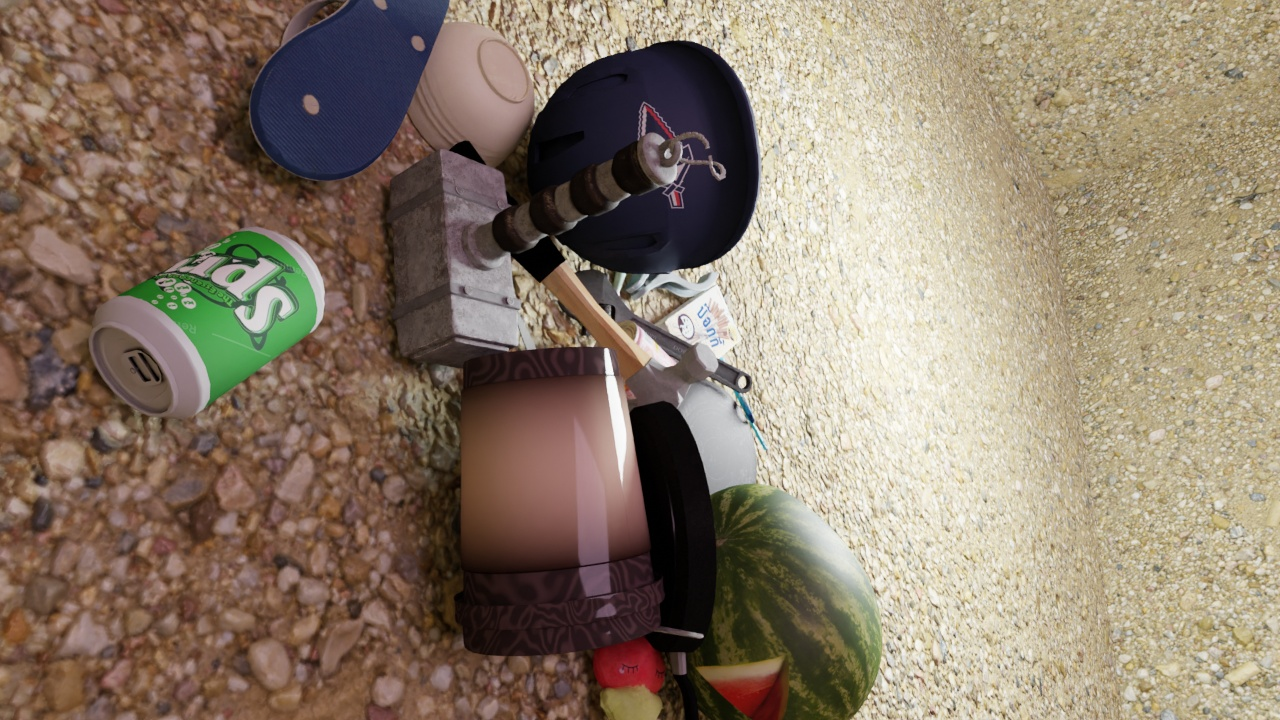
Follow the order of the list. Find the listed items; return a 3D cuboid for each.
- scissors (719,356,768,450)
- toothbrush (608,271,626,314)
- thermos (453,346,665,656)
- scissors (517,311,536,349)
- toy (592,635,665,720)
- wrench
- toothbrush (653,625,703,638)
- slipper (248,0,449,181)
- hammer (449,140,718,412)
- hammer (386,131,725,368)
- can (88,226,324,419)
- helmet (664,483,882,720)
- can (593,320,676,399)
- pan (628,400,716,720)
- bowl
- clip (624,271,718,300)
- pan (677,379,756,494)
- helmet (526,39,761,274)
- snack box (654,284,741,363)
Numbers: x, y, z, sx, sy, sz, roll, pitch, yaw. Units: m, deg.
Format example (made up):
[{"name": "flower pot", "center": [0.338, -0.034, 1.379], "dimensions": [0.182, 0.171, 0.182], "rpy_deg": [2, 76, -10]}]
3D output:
[{"name": "scissors", "center": [0.129, 0.053, 1.157], "dimensions": [0.140, 0.011, 0.134], "rpy_deg": [28, 37, -85]}, {"name": "toothbrush", "center": [-0.025, -0.093, 1.061], "dimensions": [0.022, 0.015, 0.154], "rpy_deg": [19, 55, -10]}, {"name": "thermos", "center": [-0.073, 0.109, 0.756], "dimensions": [0.172, 0.173, 0.226], "rpy_deg": [1, 82, -52]}, {"name": "scissors", "center": [-0.079, 0.047, 0.902], "dimensions": [0.225, 0.016, 0.229], "rpy_deg": [28, 41, -47]}, {"name": "toy", "center": [-0.009, 0.291, 0.887], "dimensions": [0.091, 0.045, 0.135], "rpy_deg": [33, 45, -43]}, {"name": "wrench", "center": [0.023, -0.024, 1.034], "dimensions": [0.273, 0.018, 0.073], "rpy_deg": [27, 81, -28]}, {"name": "toothbrush", "center": [-0.004, 0.232, 0.791], "dimensions": [0.010, 0.182, 0.010], "rpy_deg": [-20, 95, -37]}, {"name": "slipper", "center": [-0.250, -0.262, 0.804], "dimensions": [0.118, 0.060, 0.294], "rpy_deg": [46, 48, -36]}, {"name": "hammer", "center": [-0.075, -0.074, 0.894], "dimensions": [0.328, 0.131, 0.039], "rpy_deg": [49, 28, -6]}, {"name": "hammer", "center": [-0.076, -0.118, 0.738], "dimensions": [0.079, 0.327, 0.176], "rpy_deg": [12, 66, -50]}, {"name": "can", "center": [-0.289, -0.028, 0.625], "dimensions": [0.088, 0.088, 0.139], "rpy_deg": [59, 38, -17]}, {"name": "helmet", "center": [0.126, 0.258, 0.926], "dimensions": [0.247, 0.214, 0.242], "rpy_deg": [61, 22, -24]}, {"name": "can", "center": [-0.006, 0.006, 0.977], "dimensions": [0.076, 0.067, 0.067], "rpy_deg": [44, 44, -30]}, {"name": "pan", "center": [0.023, 0.214, 0.820], "dimensions": [0.034, 0.226, 0.356], "rpy_deg": [-3, 78, -17]}, {"name": "bowl", "center": [-0.159, -0.274, 0.914], "dimensions": [0.150, 0.075, 0.150], "rpy_deg": [27, 54, -45]}, {"name": "clip", "center": [0.040, -0.128, 1.142], "dimensions": [0.165, 0.032, 0.164], "rpy_deg": [15, 62, -41]}, {"name": "pan", "center": [0.105, 0.183, 1.079], "dimensions": [0.207, 0.040, 0.357], "rpy_deg": [-39, 108, -44]}, {"name": "helmet", "center": [0.004, -0.201, 0.932], "dimensions": [0.222, 0.273, 0.232], "rpy_deg": [-20, 102, -47]}, {"name": "snack box", "center": [0.073, -0.034, 1.153], "dimensions": [0.149, 0.026, 0.082], "rpy_deg": [-36, 104, -53]}]
